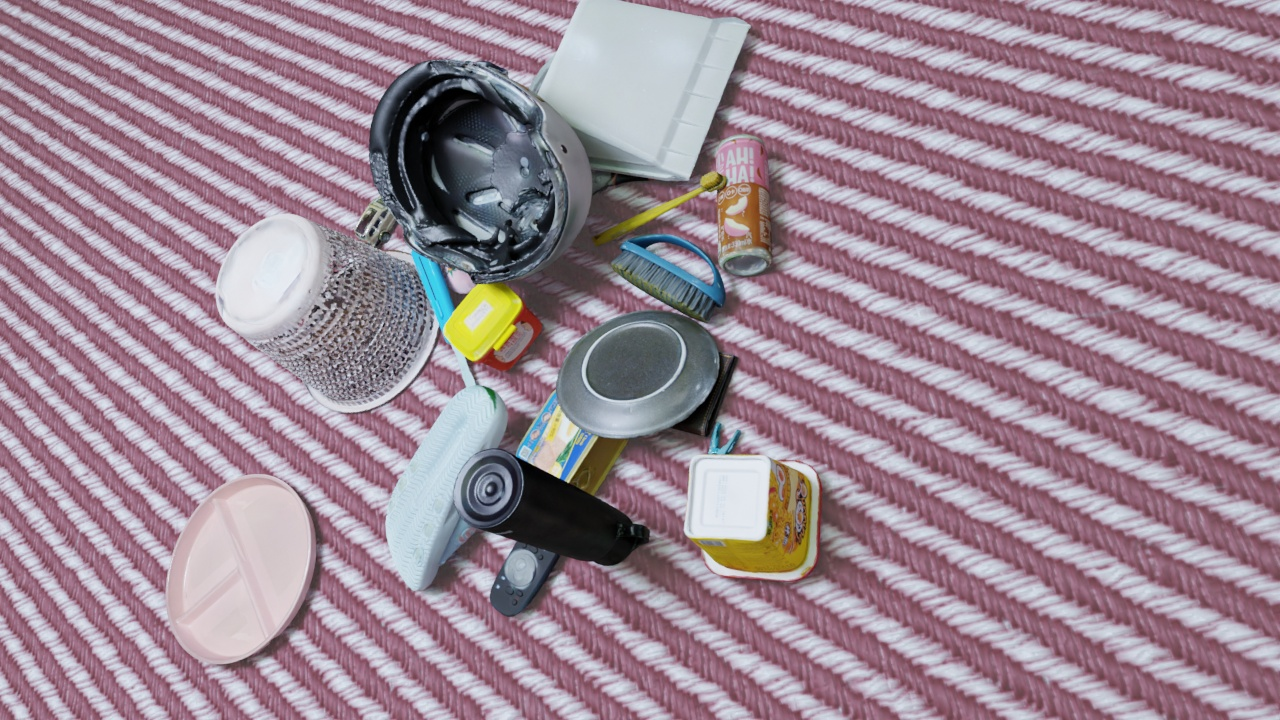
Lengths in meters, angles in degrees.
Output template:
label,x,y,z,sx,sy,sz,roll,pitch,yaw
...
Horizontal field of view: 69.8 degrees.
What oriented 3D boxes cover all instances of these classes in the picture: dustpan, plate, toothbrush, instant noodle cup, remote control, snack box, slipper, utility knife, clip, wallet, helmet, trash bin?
label,x,y,z,sx,sy,sz,roll,pitch,yaw
dustpan,-0.028,-0.329,1.139,0.258,0.143,0.222,21,77,5
plate,-0.490,0.254,1.129,0.230,0.028,0.229,-10,66,22
toothbrush,0.016,-0.169,1.032,0.191,0.016,0.015,-20,60,37
instant noodle cup,0.099,0.138,0.846,0.116,0.123,0.116,-2,69,25
remote control,-0.111,0.207,0.974,0.053,0.024,0.136,29,85,29
snack box,-0.166,-0.037,1.061,0.082,0.080,0.091,40,90,32
slipper,-0.207,0.139,1.014,0.104,0.074,0.246,40,107,39
utility knife,-0.235,-0.052,1.116,0.034,0.018,0.216,-33,72,33
clip,0.080,0.092,0.937,0.038,0.013,0.055,20,78,30
wallet,0.033,0.025,0.982,0.122,0.020,0.096,13,71,30
helmet,-0.163,-0.215,1.051,0.274,0.156,0.230,34,113,23
trash bin,-0.388,-0.070,1.114,0.228,0.192,0.227,-9,67,21
plate,-0.006,0.006,0.967,0.179,0.024,0.179,-9,47,10

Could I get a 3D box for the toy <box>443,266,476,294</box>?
label,x,y,z,sx,sy,sz,roll,pitch,yaw
toy,-0.225,-0.165,1.158,0.121,0.054,0.159,-33,68,11

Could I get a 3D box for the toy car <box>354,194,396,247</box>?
label,x,y,z,sx,sy,sz,roll,pitch,yaw
toy car,-0.348,-0.197,1.235,0.042,0.035,0.090,28,82,29

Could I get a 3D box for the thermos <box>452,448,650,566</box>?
label,x,y,z,sx,sy,sz,roll,pitch,yaw
thermos,-0.068,0.142,0.852,0.090,0.242,0.068,-9,68,22

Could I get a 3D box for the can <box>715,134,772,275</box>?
label,x,y,z,sx,sy,sz,roll,pitch,yaw
can,0.112,-0.168,0.996,0.058,0.058,0.147,-8,67,22

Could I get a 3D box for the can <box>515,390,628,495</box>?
label,x,y,z,sx,sy,sz,roll,pitch,yaw
can,-0.073,0.090,0.984,0.083,0.057,0.102,29,84,33

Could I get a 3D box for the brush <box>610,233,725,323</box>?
label,x,y,z,sx,sy,sz,roll,pitch,yaw
brush,0.036,-0.098,1.006,0.144,0.055,0.073,31,86,31

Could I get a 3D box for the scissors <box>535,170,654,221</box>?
label,x,y,z,sx,sy,sz,roll,pitch,yaw
scissors,-0.029,-0.221,1.107,0.204,0.015,0.202,11,75,28
